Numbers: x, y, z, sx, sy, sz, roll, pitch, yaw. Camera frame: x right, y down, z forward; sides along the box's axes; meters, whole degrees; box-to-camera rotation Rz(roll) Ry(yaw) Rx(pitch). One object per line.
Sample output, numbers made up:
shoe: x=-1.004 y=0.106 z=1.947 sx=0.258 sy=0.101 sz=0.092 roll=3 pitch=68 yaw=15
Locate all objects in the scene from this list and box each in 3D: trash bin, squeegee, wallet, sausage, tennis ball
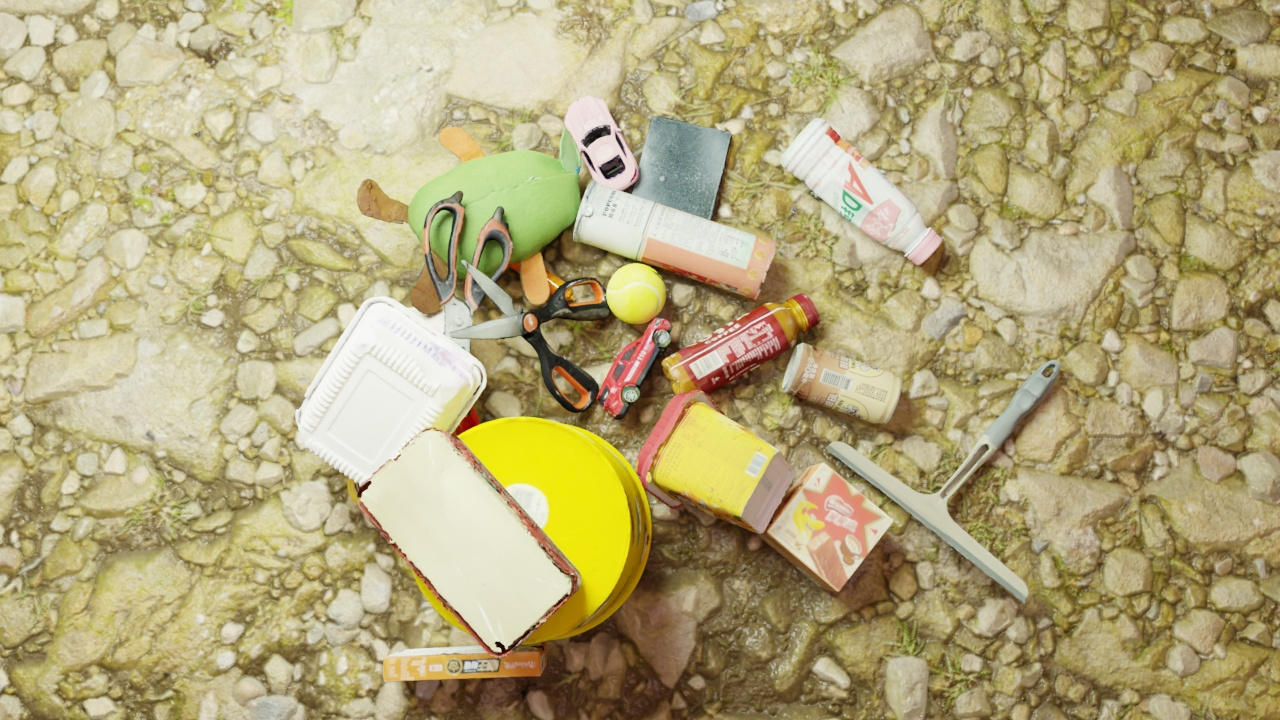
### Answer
trash bin: x=-0.101 y=0.158 z=0.861 sx=0.229 sy=0.255 sz=0.229 roll=0 pitch=80 yaw=0
squeegee: x=0.374 y=0.091 z=0.991 sx=0.246 sy=0.039 sz=0.246 roll=39 pitch=75 yaw=23
wallet: x=0.046 y=-0.218 z=1.052 sx=0.097 sy=0.019 sz=0.120 roll=14 pitch=78 yaw=3
sausage: x=-0.139 y=-0.113 z=1.027 sx=0.165 sy=0.021 sz=0.021 roll=35 pitch=81 yaw=5
tennis ball: x=-0.004 y=-0.073 z=0.999 sx=0.065 sy=0.065 sz=0.065 roll=0 pitch=80 yaw=-1

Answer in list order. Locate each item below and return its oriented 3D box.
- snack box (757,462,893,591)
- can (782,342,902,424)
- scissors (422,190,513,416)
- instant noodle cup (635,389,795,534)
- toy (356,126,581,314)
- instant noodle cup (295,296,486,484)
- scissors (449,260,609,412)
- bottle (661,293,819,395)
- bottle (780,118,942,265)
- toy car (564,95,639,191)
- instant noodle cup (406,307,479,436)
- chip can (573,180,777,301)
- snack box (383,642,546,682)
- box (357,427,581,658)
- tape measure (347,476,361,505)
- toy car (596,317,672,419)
snack box: x=0.189 y=0.172 z=0.952 sx=0.093 sy=0.077 sz=0.094 roll=40 pitch=81 yaw=6
can: x=0.216 y=0.025 z=0.989 sx=0.116 sy=0.058 sz=0.058 roll=19 pitch=80 yaw=2
scissors: x=-0.166 y=-0.054 z=0.908 sx=0.194 sy=0.015 sz=0.206 roll=-38 pitch=98 yaw=-21
instant noodle cup: x=0.080 y=0.108 z=0.928 sx=0.124 sy=0.116 sz=0.116 roll=25 pitch=78 yaw=33
toy: x=-0.164 y=-0.155 z=0.979 sx=0.246 sy=0.090 sz=0.227 roll=-26 pitch=85 yaw=-25
instant noodle cup: x=-0.243 y=0.043 z=0.858 sx=0.138 sy=0.060 sz=0.174 roll=36 pitch=108 yaw=-6
scissors: x=-0.100 y=-0.028 z=0.945 sx=0.220 sy=0.022 sz=0.224 roll=-39 pitch=119 yaw=-45
bottle: x=0.111 y=-0.016 z=0.995 sx=0.175 sy=0.057 sz=0.057 roll=-28 pitch=81 yaw=-6
bottle: x=0.249 y=-0.184 z=1.027 sx=0.197 sy=0.068 sz=0.068 roll=42 pitch=82 yaw=2
toy car: x=-0.045 y=-0.246 z=1.041 sx=0.056 sy=0.037 sz=0.122 roll=-28 pitch=80 yaw=6
instant noodle cup: x=-0.228 y=0.016 z=0.963 sx=0.116 sy=0.116 sz=0.124 roll=2 pitch=69 yaw=0
chip can: x=0.038 y=-0.131 z=1.008 sx=0.215 sy=0.071 sz=0.071 roll=18 pitch=80 yaw=2
snack box: x=-0.174 y=0.303 z=0.924 sx=0.154 sy=0.075 sz=0.026 roll=-2 pitch=78 yaw=-1
box: x=-0.127 y=0.134 z=0.694 sx=0.091 sy=0.079 sz=0.168 roll=-43 pitch=83 yaw=-6
tape measure: x=-0.281 y=0.131 z=0.978 sx=0.057 sy=0.029 sz=0.060 roll=16 pitch=80 yaw=1
toy car: x=-0.006 y=0.006 z=0.992 sx=0.045 sy=0.053 sz=0.120 roll=32 pitch=79 yaw=1
